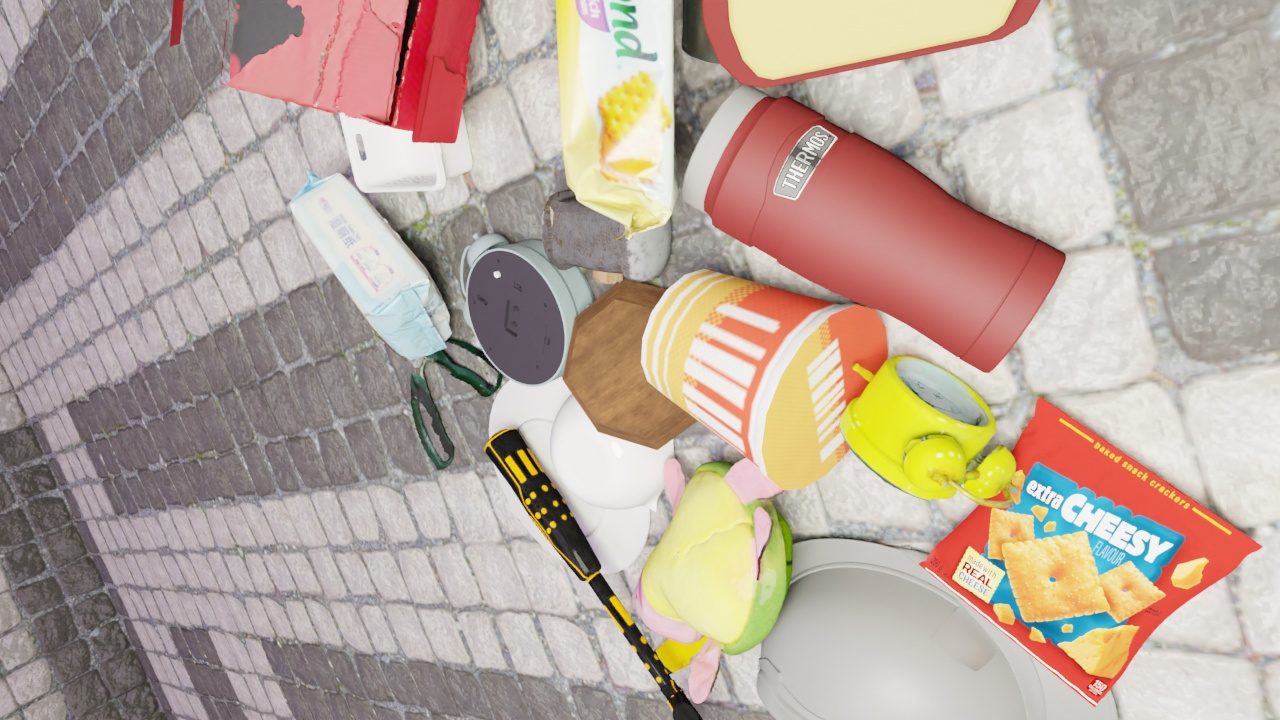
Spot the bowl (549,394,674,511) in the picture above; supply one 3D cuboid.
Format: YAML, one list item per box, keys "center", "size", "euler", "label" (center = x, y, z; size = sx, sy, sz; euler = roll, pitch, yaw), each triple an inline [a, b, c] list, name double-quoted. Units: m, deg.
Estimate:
- center: [-0.033, 0.077, 0.770]
  size: [0.115, 0.050, 0.115]
  euler: [11, 110, 30]
  label: "bowl"

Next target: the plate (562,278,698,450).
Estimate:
- center: [-0.005, 0.004, 0.704]
  size: [0.131, 0.025, 0.131]
  euler: [2, 96, 20]
  label: "plate"

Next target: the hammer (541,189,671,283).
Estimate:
- center: [-0.030, -0.215, 0.651]
  size: [0.098, 0.052, 0.329]
  euler: [14, 115, 38]
  label: "hammer"

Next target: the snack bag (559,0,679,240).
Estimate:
- center: [-0.011, -0.201, 0.541]
  size: [0.068, 0.159, 0.247]
  euler: [0, 103, 4]
  label: "snack bag"

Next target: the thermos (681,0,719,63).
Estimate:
- center: [0.067, -0.279, 0.498]
  size: [0.098, 0.097, 0.221]
  euler: [26, 129, 32]
  label: "thermos"

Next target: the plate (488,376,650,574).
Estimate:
- center: [-0.076, 0.111, 0.865]
  size: [0.209, 0.015, 0.209]
  euler: [20, 122, 35]
  label: "plate"

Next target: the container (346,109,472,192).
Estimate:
- center: [-0.204, -0.194, 0.813]
  size: [0.129, 0.049, 0.081]
  euler: [8, 114, 40]
  label: "container"

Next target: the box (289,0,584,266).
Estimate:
- center: [-0.134, -0.226, 0.555]
  size: [0.478, 0.171, 0.214]
  euler: [-113, 37, -67]
  label: "box"

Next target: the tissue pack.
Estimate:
- center: [-0.253, -0.092, 0.868]
  size: [0.182, 0.070, 0.112]
  euler: [50, 169, 19]
  label: "tissue pack"

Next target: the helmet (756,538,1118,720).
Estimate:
- center: [0.165, 0.234, 0.629]
  size: [0.272, 0.117, 0.183]
  euler: [10, 116, 37]
  label: "helmet"

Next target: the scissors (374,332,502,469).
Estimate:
- center: [-0.201, 0.021, 0.939]
  size: [0.205, 0.015, 0.202]
  euler: [-4, 109, 45]
  label: "scissors"

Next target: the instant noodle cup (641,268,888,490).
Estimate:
- center: [0.076, 0.002, 0.608]
  size: [0.121, 0.123, 0.124]
  euler: [29, 127, 39]
  label: "instant noodle cup"

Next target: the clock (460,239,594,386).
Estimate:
- center: [-0.103, -0.048, 0.795]
  size: [0.159, 0.045, 0.123]
  euler: [32, 128, 29]
  label: "clock"

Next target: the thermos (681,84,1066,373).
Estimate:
- center: [0.127, -0.073, 0.529]
  size: [0.198, 0.084, 0.108]
  euler: [32, 168, 12]
  label: "thermos"

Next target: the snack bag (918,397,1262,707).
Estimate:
- center: [0.255, 0.115, 0.544]
  size: [0.131, 0.039, 0.144]
  euler: [40, 125, 25]
  label: "snack bag"

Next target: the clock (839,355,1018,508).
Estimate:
- center: [0.173, 0.048, 0.547]
  size: [0.057, 0.083, 0.119]
  euler: [-62, 38, 28]
  label: "clock"

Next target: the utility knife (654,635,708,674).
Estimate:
- center: [0.070, 0.218, 0.780]
  size: [0.030, 0.019, 0.225]
  euler: [47, 135, 9]
  label: "utility knife"

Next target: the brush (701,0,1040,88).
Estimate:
- center: [0.117, -0.192, 0.470]
  size: [0.174, 0.041, 0.082]
  euler: [-7, 124, 18]
  label: "brush"

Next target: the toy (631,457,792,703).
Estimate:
- center: [0.055, 0.154, 0.691]
  size: [0.239, 0.087, 0.189]
  euler: [118, 147, -50]
  label: "toy"

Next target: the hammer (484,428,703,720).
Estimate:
- center: [-0.042, 0.192, 0.815]
  size: [0.320, 0.036, 0.123]
  euler: [52, 172, 18]
  label: "hammer"
